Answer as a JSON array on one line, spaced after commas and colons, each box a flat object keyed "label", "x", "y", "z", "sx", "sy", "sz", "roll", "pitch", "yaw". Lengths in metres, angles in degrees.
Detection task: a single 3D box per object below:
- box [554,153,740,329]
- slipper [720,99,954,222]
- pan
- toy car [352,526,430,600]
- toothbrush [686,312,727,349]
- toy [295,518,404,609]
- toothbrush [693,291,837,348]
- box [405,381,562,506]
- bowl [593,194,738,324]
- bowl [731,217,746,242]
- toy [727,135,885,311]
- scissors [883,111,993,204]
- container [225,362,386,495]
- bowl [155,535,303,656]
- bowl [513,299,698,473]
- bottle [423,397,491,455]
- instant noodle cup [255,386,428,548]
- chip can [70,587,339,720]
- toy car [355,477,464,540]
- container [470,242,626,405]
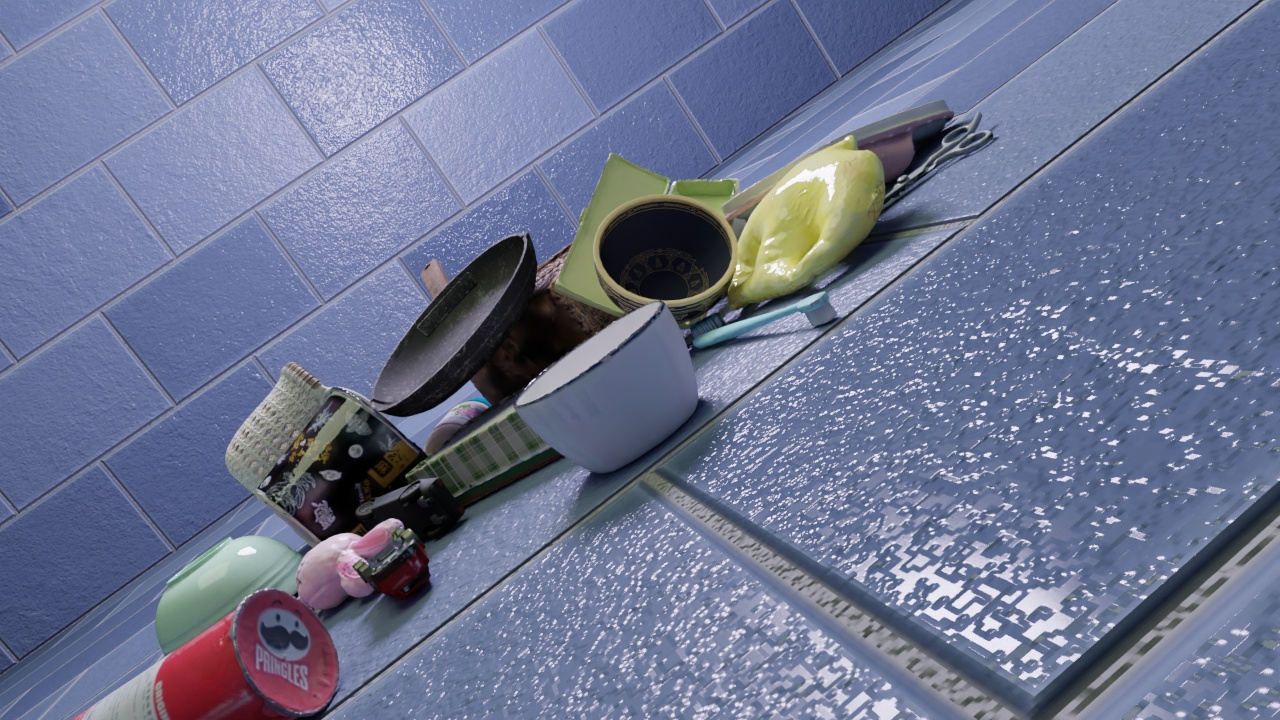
[{"label": "box", "x": 0.011, "y": -0.108, "z": 0.830, "sx": 0.044, "sy": 0.141, "sz": 0.187, "roll": 100, "pitch": -176, "yaw": -51}, {"label": "slipper", "x": 0.191, "y": -0.174, "z": 0.845, "sx": 0.273, "sy": 0.054, "sz": 0.114, "roll": -27, "pitch": 2, "yaw": -26}, {"label": "pan", "x": -0.183, "y": -0.050, "z": 0.890, "sx": 0.207, "sy": 0.040, "sz": 0.357, "roll": -47, "pitch": 23, "yaw": 2}, {"label": "toy car", "x": -0.163, "y": 0.135, "z": 0.606, "sx": 0.042, "sy": 0.036, "sz": 0.091, "roll": -40, "pitch": 12, "yaw": -23}, {"label": "toothbrush", "x": -0.004, "y": 0.004, "z": 0.756, "sx": 0.190, "sy": 0.017, "sz": 0.016, "roll": -27, "pitch": 16, "yaw": 35}, {"label": "toy", "x": -0.221, "y": 0.154, "z": 0.686, "sx": 0.110, "sy": 0.047, "sz": 0.063, "roll": -24, "pitch": 23, "yaw": 36}, {"label": "toothbrush", "x": 0.078, "y": -0.023, "z": 0.626, "sx": 0.016, "sy": 0.016, "sz": 0.181, "roll": -41, "pitch": 10, "yaw": -21}, {"label": "box", "x": -0.085, "y": 0.049, "z": 0.731, "sx": 0.206, "sy": 0.050, "sz": 0.117, "roll": -29, "pitch": 9, "yaw": 28}, {"label": "bowl", "x": 0.019, "y": -0.071, "z": 0.736, "sx": 0.112, "sy": 0.112, "sz": 0.061, "roll": -39, "pitch": -25, "yaw": -23}, {"label": "bowl", "x": 0.062, "y": -0.110, "z": 0.921, "sx": 0.153, "sy": 0.073, "sz": 0.153, "roll": -34, "pitch": 11, "yaw": 8}, {"label": "toy", "x": 0.129, "y": -0.106, "z": 0.703, "sx": 0.154, "sy": 0.064, "sz": 0.171, "roll": -60, "pitch": 15, "yaw": -20}, {"label": "scissors", "x": 0.224, "y": -0.154, "z": 0.754, "sx": 0.171, "sy": 0.014, "sz": 0.094, "roll": -30, "pitch": 19, "yaw": 14}, {"label": "container", "x": -0.359, "y": 0.104, "z": 1.021, "sx": 0.142, "sy": 0.184, "sz": 0.247, "roll": -49, "pitch": 13, "yaw": -18}, {"label": "bowl", "x": -0.389, "y": 0.216, "z": 0.858, "sx": 0.151, "sy": 0.077, "sz": 0.150, "roll": -34, "pitch": 9, "yaw": 6}, {"label": "bowl", "x": -0.015, "y": 0.021, "z": 0.574, "sx": 0.116, "sy": 0.065, "sz": 0.116, "roll": -34, "pitch": 10, "yaw": 7}, {"label": "bottle", "x": -0.169, "y": 0.068, "z": 0.902, "sx": 0.051, "sy": 0.051, "sz": 0.146, "roll": -32, "pitch": 10, "yaw": 14}, {"label": "instant noodle cup", "x": -0.257, "y": 0.110, "z": 0.803, "sx": 0.112, "sy": 0.137, "sz": 0.137, "roll": -51, "pitch": 16, "yaw": -24}, {"label": "chip can", "x": -0.282, "y": 0.217, "z": 0.514, "sx": 0.233, "sy": 0.073, "sz": 0.073, "roll": -33, "pitch": 10, "yaw": 12}, {"label": "toy car", "x": -0.179, "y": 0.118, "z": 0.712, "sx": 0.112, "sy": 0.046, "sz": 0.034, "roll": -24, "pitch": 16, "yaw": 42}, {"label": "container", "x": -0.080, "y": -0.029, "z": 0.888, "sx": 0.199, "sy": 0.114, "sz": 0.112, "roll": -28, "pitch": 17, "yaw": 42}]
